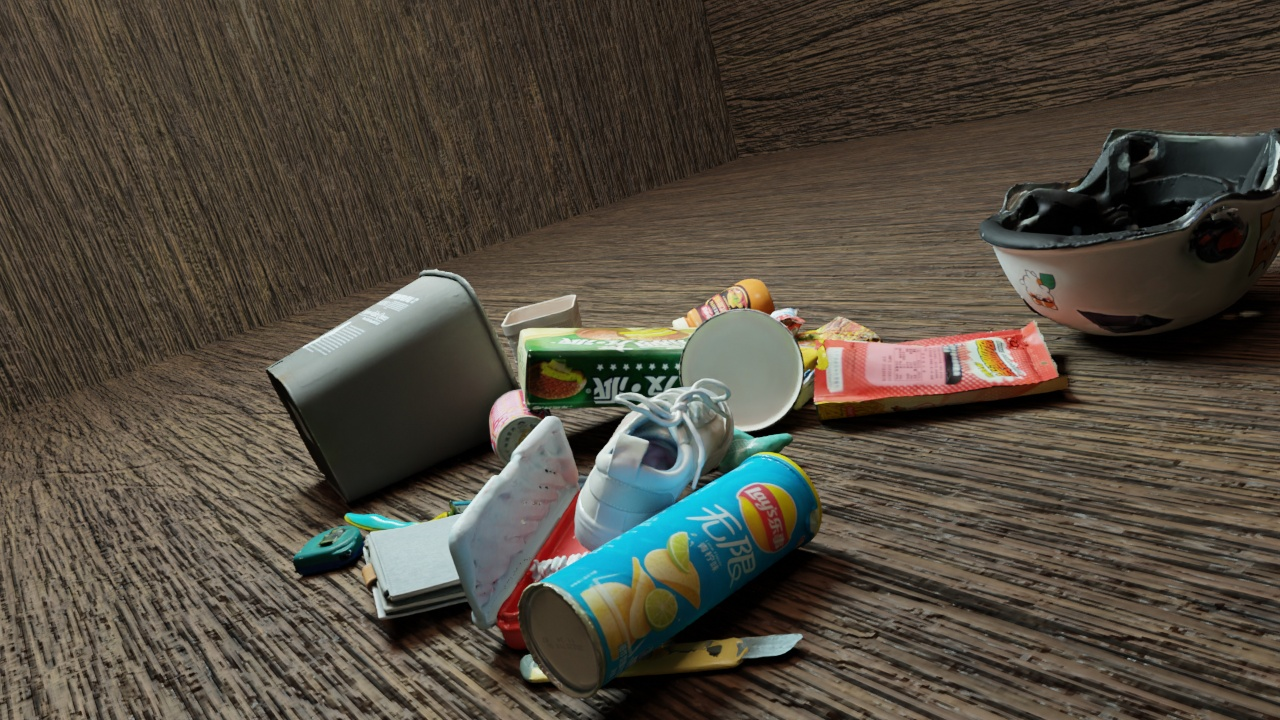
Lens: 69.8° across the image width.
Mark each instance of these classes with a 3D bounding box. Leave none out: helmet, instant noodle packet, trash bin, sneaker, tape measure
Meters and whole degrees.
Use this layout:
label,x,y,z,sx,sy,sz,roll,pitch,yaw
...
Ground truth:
label,x,y,z,sx,sy,sz,roll,pitch,yaw
helmet,0.461,-0.105,0.843,0.273,0.157,0.230,-31,21,-15
instant noodle packet,0.181,-0.008,0.982,0.128,0.044,0.111,-17,12,-5
trash bin,-0.277,0.030,1.034,0.219,0.199,0.199,-29,20,-23
sneaker,0.018,0.052,0.699,0.089,0.091,0.241,17,23,13
tape measure,-0.282,0.171,0.837,0.058,0.025,0.054,-12,17,9

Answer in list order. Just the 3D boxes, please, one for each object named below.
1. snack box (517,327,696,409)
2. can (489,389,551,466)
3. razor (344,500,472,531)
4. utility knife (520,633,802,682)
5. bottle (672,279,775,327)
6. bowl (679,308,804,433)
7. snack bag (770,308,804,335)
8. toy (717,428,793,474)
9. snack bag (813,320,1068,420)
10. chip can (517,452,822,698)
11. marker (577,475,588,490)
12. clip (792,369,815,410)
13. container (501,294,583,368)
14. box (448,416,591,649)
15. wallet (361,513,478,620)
label,x,y,z,sx,sy,sz,roll,pitch,yaw
snack box,-0.006,0.006,0.964,0.240,0.063,0.114,-1,13,-10
can,-0.121,0.073,0.944,0.066,0.066,0.094,-17,15,-7
razor,-0.218,0.147,0.851,0.133,0.028,0.043,-7,-6,17
utility knife,0.007,0.181,0.556,0.183,0.019,0.030,-6,22,15
bottle,0.098,-0.053,1.192,0.149,0.067,0.066,-23,16,-2
bowl,0.098,0.011,0.882,0.116,0.116,0.066,-13,-4,8
snack bag,0.156,-0.041,1.002,0.045,0.026,0.105,-24,6,9
toy,0.076,0.081,0.803,0.096,0.030,0.092,-26,13,-10
snack bag,0.262,0.006,0.829,0.208,0.073,0.128,-6,22,14
chip can,0.026,0.127,0.575,0.071,0.071,0.209,1,17,46
marker,-0.037,0.112,0.818,0.124,0.018,0.015,-3,15,39
clip,0.161,0.030,0.905,0.057,0.026,0.037,-33,15,-33
container,-0.110,-0.012,1.142,0.090,0.111,0.089,-14,16,3
box,-0.054,0.115,0.678,0.094,0.100,0.200,-11,17,19
wallet,-0.166,0.164,0.732,0.106,0.037,0.130,-10,14,-20
